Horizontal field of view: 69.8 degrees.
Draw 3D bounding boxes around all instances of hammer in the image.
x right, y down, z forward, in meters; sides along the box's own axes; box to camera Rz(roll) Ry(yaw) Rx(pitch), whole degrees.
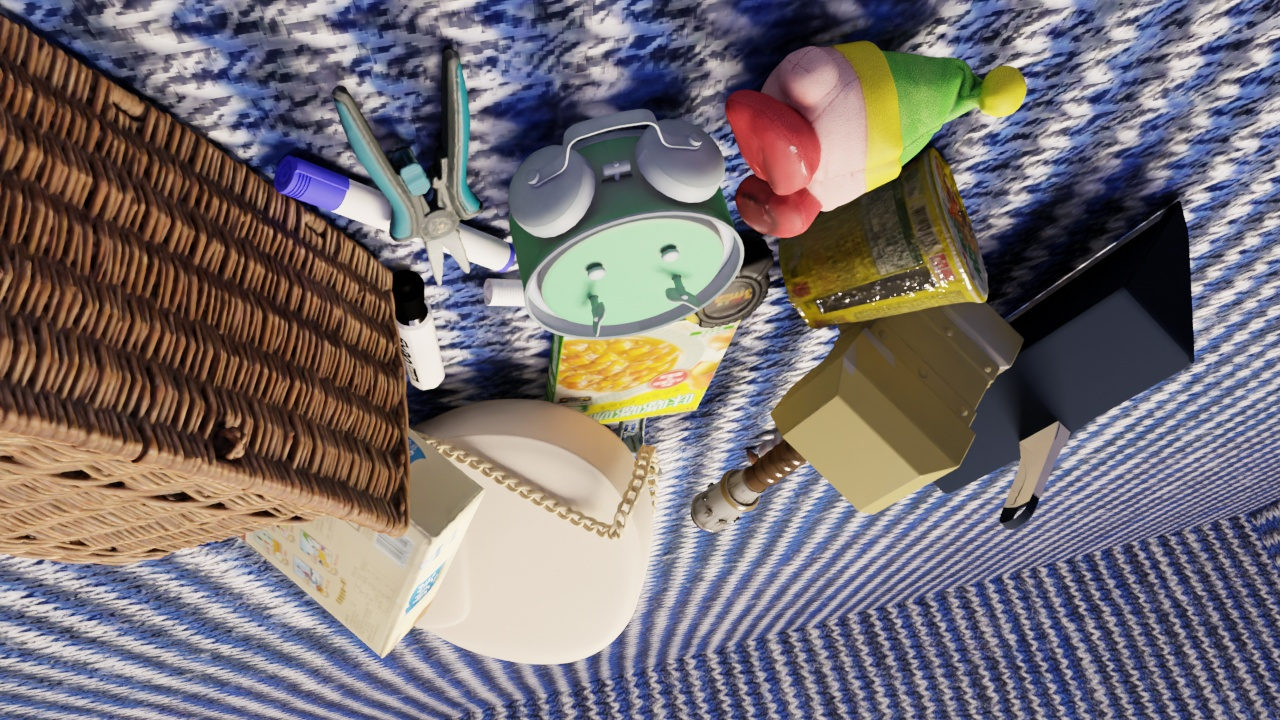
[{"bbox_3d":[0.132,0.070,0.747,0.189,0.100,0.326,-44,178,-41],"label":"hammer"}]

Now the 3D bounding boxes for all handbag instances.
[{"bbox_3d":[-0.097,0.139,0.719,0.209,0.103,0.211,4,114,8],"label":"handbag"}]

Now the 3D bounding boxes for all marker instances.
[{"bbox_3d":[-0.143,-0.018,0.584,0.025,0.025,0.126,-10,155,-11],"label":"marker"},{"bbox_3d":[-0.038,-0.043,0.602,0.133,0.017,0.020,-1,-172,-29],"label":"marker"},{"bbox_3d":[-0.123,-0.075,0.484,0.020,0.020,0.141,-31,151,30],"label":"marker"}]

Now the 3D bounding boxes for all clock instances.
[{"bbox_3d":[-0.009,-0.071,0.490,0.122,0.075,0.162,-14,155,-3],"label":"clock"}]

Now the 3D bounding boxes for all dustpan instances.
[{"bbox_3d":[0.310,0.022,0.708,0.272,0.080,0.237,-37,173,-40],"label":"dustpan"}]

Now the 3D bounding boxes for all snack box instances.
[{"bbox_3d":[-0.203,0.106,0.637,0.055,0.153,0.208,-47,172,-42],"label":"snack box"},{"bbox_3d":[-0.004,0.004,0.708,0.132,0.027,0.168,-8,155,-13],"label":"snack box"}]

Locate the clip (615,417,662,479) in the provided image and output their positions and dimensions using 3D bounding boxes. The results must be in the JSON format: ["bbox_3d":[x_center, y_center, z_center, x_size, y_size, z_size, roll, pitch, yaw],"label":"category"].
[{"bbox_3d":[-0.018,0.088,0.860,0.028,0.108,0.164,-8,159,-18],"label":"clip"}]

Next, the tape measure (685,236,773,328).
[{"bbox_3d":[0.053,-0.053,0.612,0.067,0.038,0.063,-13,147,-12],"label":"tape measure"}]

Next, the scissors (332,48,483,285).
[{"bbox_3d":[-0.106,-0.090,0.444,0.122,0.019,0.149,-41,150,19],"label":"scissors"}]

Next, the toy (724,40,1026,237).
[{"bbox_3d":[0.114,-0.113,0.465,0.131,0.097,0.124,-39,149,-12],"label":"toy"}]

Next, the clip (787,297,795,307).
[{"bbox_3d":[0.143,-0.052,0.692,0.052,0.035,0.046,8,165,-38],"label":"clip"}]

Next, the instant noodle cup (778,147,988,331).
[{"bbox_3d":[0.152,-0.067,0.581,0.108,0.102,0.102,-19,157,28],"label":"instant noodle cup"}]

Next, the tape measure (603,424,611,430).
[{"bbox_3d":[-0.064,0.078,0.814,0.071,0.042,0.073,7,143,-41],"label":"tape measure"}]

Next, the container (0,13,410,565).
[{"bbox_3d":[-0.252,0.004,0.417,0.183,0.162,0.250,-19,155,17],"label":"container"}]

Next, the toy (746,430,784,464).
[{"bbox_3d":[0.157,0.090,0.968,0.102,0.041,0.054,-36,172,22],"label":"toy"}]
